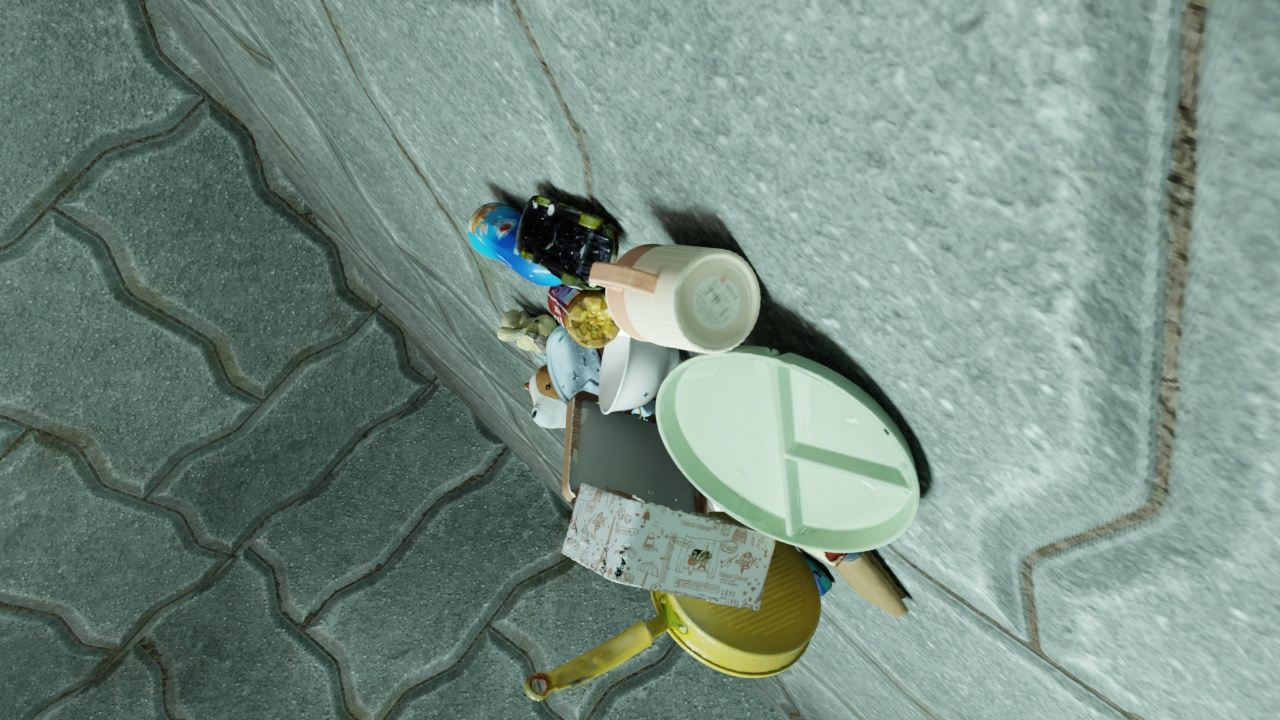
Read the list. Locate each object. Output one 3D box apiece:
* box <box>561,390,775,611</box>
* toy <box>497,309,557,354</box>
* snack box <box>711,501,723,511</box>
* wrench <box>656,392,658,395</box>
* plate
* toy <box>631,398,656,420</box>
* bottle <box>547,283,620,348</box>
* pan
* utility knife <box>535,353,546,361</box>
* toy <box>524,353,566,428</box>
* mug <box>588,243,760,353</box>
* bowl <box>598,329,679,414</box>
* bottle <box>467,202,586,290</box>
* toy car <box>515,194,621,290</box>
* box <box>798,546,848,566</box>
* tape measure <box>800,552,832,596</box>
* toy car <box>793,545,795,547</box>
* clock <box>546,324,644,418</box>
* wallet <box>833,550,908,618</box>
[{"bbox_3d":[0.014,0.152,0.952,0.179,0.134,0.270,19,-158,-26],"label":"box"},{"bbox_3d":[-0.162,-0.047,1.366,0.105,0.066,0.157,18,-175,-28],"label":"toy"},{"bbox_3d":[0.113,0.186,1.185,0.153,0.025,0.075,76,171,-62],"label":"snack box"},{"bbox_3d":[-0.007,0.007,1.124,0.273,0.016,0.056,42,165,23],"label":"wrench"},{"bbox_3d":[0.118,0.074,0.756,0.230,0.027,0.231,22,141,19],"label":"plate"},{"bbox_3d":[0.023,0.086,1.170,0.161,0.050,0.156,47,177,32],"label":"toy"},{"bbox_3d":[-0.067,-0.060,1.001,0.057,0.057,0.175,53,177,-20],"label":"bottle"},{"bbox_3d":[0.039,0.281,0.996,0.197,0.356,0.078,53,138,32],"label":"pan"},{"bbox_3d":[-0.074,0.035,1.345,0.205,0.021,0.031,35,156,21],"label":"utility knife"},{"bbox_3d":[-0.107,0.082,1.422,0.199,0.130,0.141,54,135,14],"label":"toy"},{"bbox_3d":[0.020,-0.054,0.712,0.114,0.081,0.106,16,180,-29],"label":"mug"},{"bbox_3d":[0.002,0.003,0.958,0.064,0.118,0.118,11,173,-14],"label":"bowl"},{"bbox_3d":[-0.116,-0.120,1.002,0.219,0.065,0.065,31,159,48],"label":"bottle"},{"bbox_3d":[-0.073,-0.117,0.890,0.042,0.070,0.158,9,-164,-40],"label":"toy car"},{"bbox_3d":[0.139,0.119,0.874,0.168,0.076,0.091,52,166,-20],"label":"box"},{"bbox_3d":[0.217,0.269,1.155,0.054,0.025,0.058,54,168,-33],"label":"tape measure"},{"bbox_3d":[0.165,0.217,1.151,0.105,0.032,0.048,49,165,39],"label":"toy car"},{"bbox_3d":[-0.046,0.021,1.094,0.158,0.059,0.117,61,142,12],"label":"clock"},{"bbox_3d":[0.226,0.215,0.970,0.115,0.033,0.090,51,168,-16],"label":"wallet"}]
